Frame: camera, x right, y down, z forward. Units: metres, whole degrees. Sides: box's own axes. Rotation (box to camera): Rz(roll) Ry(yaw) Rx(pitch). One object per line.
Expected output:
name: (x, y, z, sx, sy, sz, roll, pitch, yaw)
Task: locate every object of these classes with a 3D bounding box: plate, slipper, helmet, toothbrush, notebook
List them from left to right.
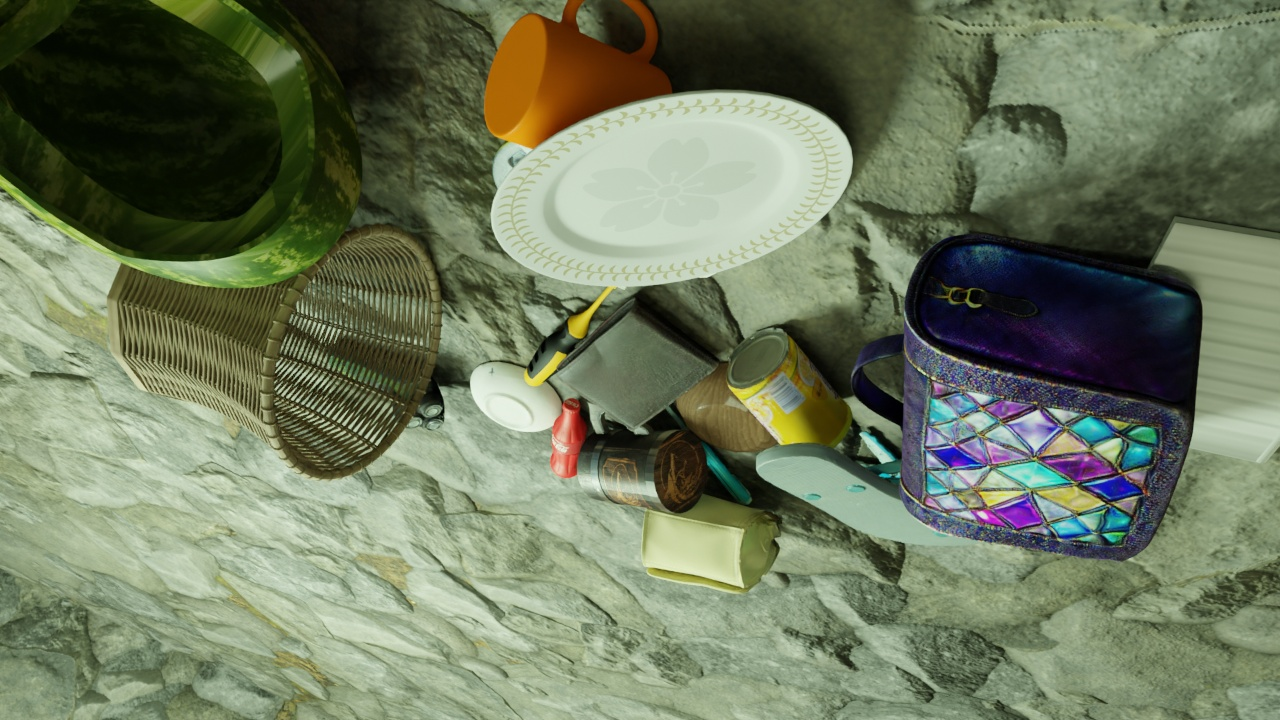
helmet: (-0.318, -0.167, 0.638, 0.247, 0.213, 0.243, 42, 177, -36)
plate: (-0.134, 0.046, 0.962, 0.104, 0.026, 0.104, 14, 142, 11)
toothbrush: (-0.059, -0.029, 0.837, 0.031, 0.031, 0.197, 21, 140, -22)
plate: (0.020, -0.111, 0.620, 0.242, 0.016, 0.243, -8, 160, -3)
slipper: (0.202, 0.110, 0.807, 0.268, 0.054, 0.098, 24, 146, -32)
notebook: (0.410, -0.006, 0.645, 0.143, 0.009, 0.210, 13, 141, 13)

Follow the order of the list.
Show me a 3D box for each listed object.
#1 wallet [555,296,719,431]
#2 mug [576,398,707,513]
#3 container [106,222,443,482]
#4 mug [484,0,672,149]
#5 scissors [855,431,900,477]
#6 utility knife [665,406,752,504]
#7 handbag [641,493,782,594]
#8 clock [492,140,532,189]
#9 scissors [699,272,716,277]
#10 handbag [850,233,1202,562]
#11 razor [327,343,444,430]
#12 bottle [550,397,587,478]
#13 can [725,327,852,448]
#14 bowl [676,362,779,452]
wallet: (-0.005, 0.005, 0.829, 0.099, 0.031, 0.120, 37, 125, -19)
mug: (-0.004, 0.090, 0.911, 0.107, 0.079, 0.116, -1, 109, 43)
container: (-0.324, -0.030, 0.819, 0.196, 0.226, 0.227, 16, 142, 19)
mug: (-0.033, -0.183, 0.586, 0.095, 0.077, 0.113, 12, 109, -36)
scissors: (0.246, 0.111, 0.865, 0.134, 0.011, 0.138, 5, 140, 17)
utility knife: (0.061, 0.089, 0.928, 0.022, 0.015, 0.181, 4, 141, 53)
handbag: (0.077, 0.182, 0.943, 0.119, 0.111, 0.081, 7, 98, 29)
clock: (-0.053, -0.134, 0.682, 0.083, 0.056, 0.119, -23, 123, 42)
scissors: (0.033, -0.111, 0.703, 0.064, 0.013, 0.128, 9, 141, 15)
handbag: (0.264, 0.028, 0.661, 0.222, 0.125, 0.205, 12, 141, 24)
razor: (-0.274, 0.026, 0.978, 0.151, 0.067, 0.054, 24, 139, 11)
bottle: (-0.075, 0.080, 0.964, 0.036, 0.036, 0.119, 18, 142, 6)
can: (0.127, 0.030, 0.781, 0.068, 0.067, 0.105, -18, 127, 40)
bowl: (0.085, 0.052, 0.857, 0.118, 0.030, 0.118, 14, 141, 11)
